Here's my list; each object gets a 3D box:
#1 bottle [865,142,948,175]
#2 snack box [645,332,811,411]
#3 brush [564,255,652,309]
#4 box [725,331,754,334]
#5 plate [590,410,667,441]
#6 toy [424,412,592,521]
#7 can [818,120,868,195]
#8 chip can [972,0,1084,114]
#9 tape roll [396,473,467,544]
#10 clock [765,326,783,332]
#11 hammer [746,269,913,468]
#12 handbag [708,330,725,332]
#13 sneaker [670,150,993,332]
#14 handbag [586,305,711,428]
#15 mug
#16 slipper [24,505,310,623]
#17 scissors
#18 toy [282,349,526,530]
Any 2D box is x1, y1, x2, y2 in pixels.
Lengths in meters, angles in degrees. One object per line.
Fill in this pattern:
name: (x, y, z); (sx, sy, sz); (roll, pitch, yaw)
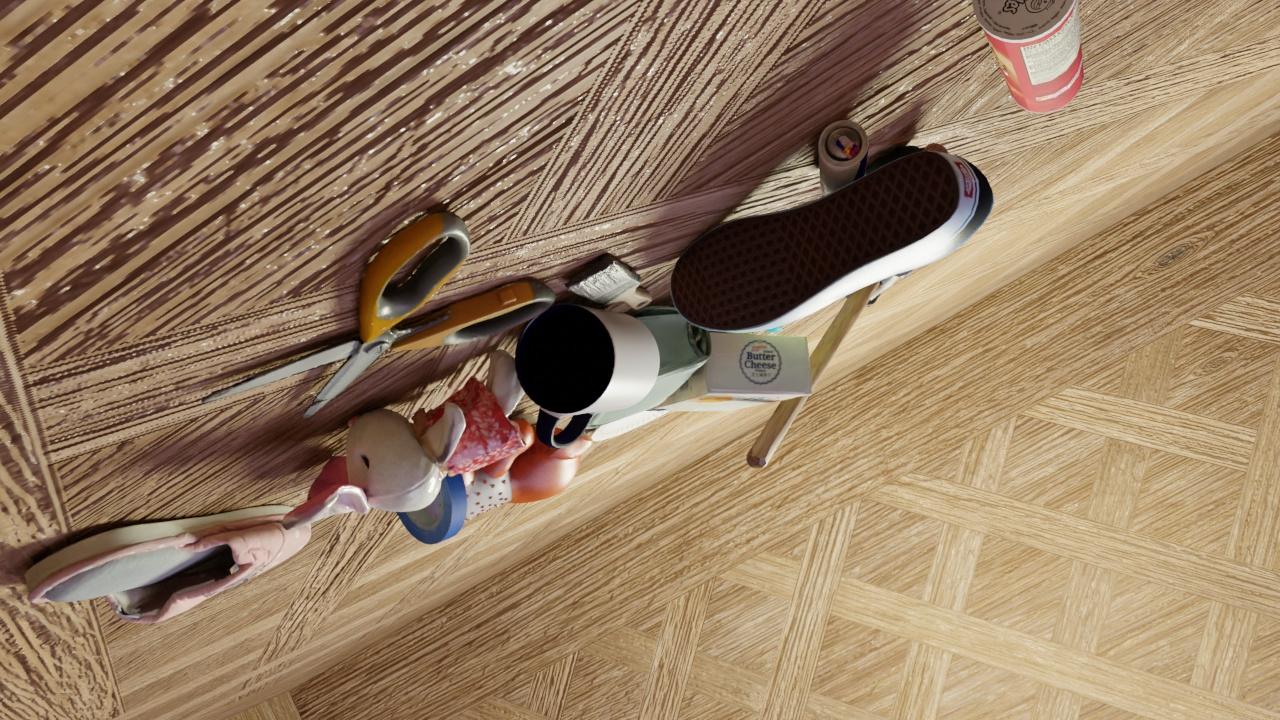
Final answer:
bottle: (0.208, -0.133, 0.747); (0.061, 0.061, 0.131); (-27, 169, -20)
snack box: (0.079, 0.016, 0.922); (0.104, 0.057, 0.208); (1, 173, -16)
brush: (-0.017, -0.053, 0.679); (0.039, 0.012, 0.151); (-31, 169, 10)
box: (0.170, -0.084, 0.877); (0.188, 0.066, 0.128); (-26, -177, -13)
plate: (0.037, 0.043, 1.241); (0.242, 0.016, 0.243); (-28, 169, -6)
toy: (-0.140, 0.103, 0.911); (0.172, 0.092, 0.164); (-9, 159, -25)
can: (0.141, -0.136, 0.642); (0.032, 0.032, 0.095); (-30, 169, 7)
chip can: (0.248, -0.199, 0.574); (0.052, 0.052, 0.214); (-34, 168, 24)
tape roll: (-0.187, 0.114, 0.805); (0.016, 0.091, 0.093); (-17, 169, -47)
clock: (0.170, -0.071, 0.992); (0.129, 0.043, 0.099); (-31, 171, -28)
hammer: (0.198, -0.015, 0.963); (0.327, 0.052, 0.098); (-53, -179, -26)
handbag: (0.075, -0.017, 1.051); (0.055, 0.029, 0.120); (-26, 174, -4)
sneaker: (0.137, -0.074, 0.659); (0.242, 0.083, 0.098); (-20, 167, 39)
handbag: (-0.005, 0.005, 0.827); (0.106, 0.067, 0.122); (-14, 164, -23)
mug: (-0.044, 0.015, 0.694); (0.112, 0.079, 0.096); (-67, 161, 7)
slipper: (-0.348, 0.161, 0.715); (0.114, 0.054, 0.274); (-30, 169, 8)
scissors: (-0.130, -0.022, 0.530); (0.229, 0.016, 0.226); (-16, 164, -47)
toy: (-0.166, 0.064, 0.672); (0.194, 0.084, 0.159); (-31, -172, -7)
